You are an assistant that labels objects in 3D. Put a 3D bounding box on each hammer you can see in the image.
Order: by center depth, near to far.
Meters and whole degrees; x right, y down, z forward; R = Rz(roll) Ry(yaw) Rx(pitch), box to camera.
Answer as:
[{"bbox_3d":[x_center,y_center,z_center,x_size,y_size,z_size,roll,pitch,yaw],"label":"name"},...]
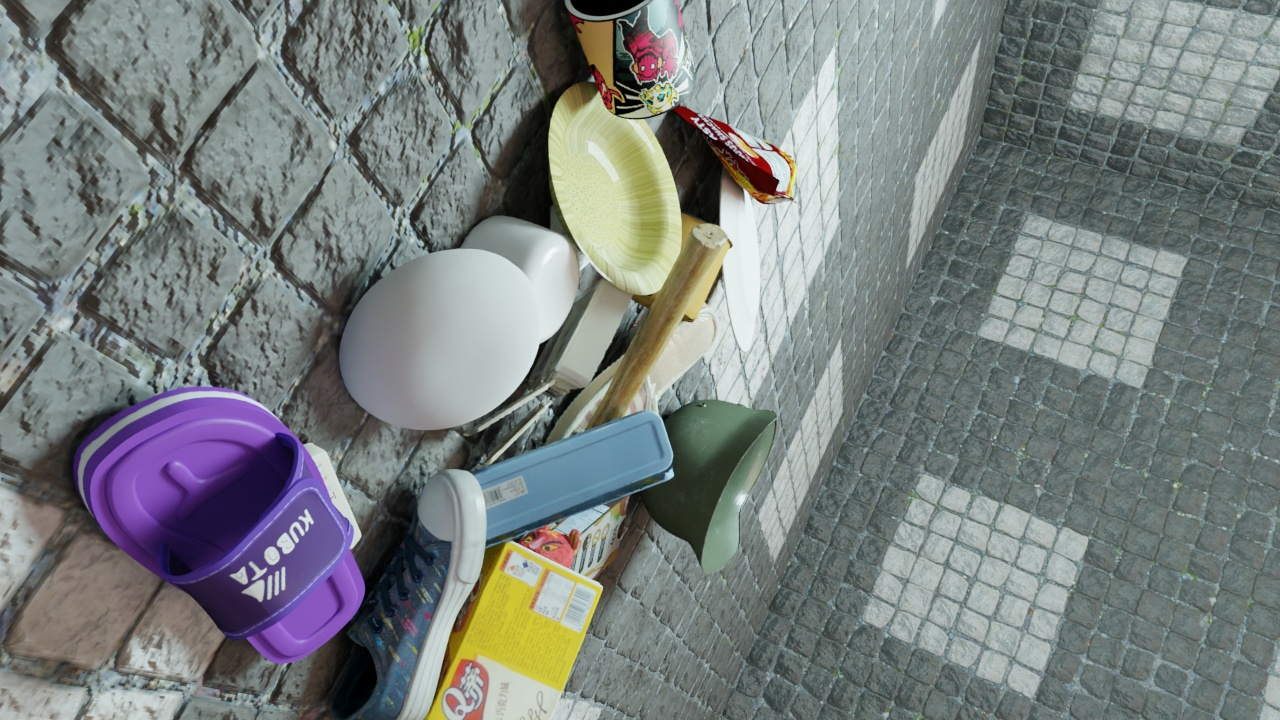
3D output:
[{"bbox_3d":[-0.005,0.005,0.832,0.132,0.033,0.332,-7,144,-31],"label":"hammer"}]

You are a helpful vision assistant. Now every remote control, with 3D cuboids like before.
[{"bbox_3d":[-0.226,0.106,0.648,0.038,0.018,0.126,-53,156,-35],"label":"remote control"}]

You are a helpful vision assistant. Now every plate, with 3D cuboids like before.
[{"bbox_3d":[-0.031,-0.142,0.788,0.184,0.036,0.184,24,60,-50],"label":"plate"},{"bbox_3d":[0.129,-0.132,1.145,0.242,0.016,0.242,-3,89,-74],"label":"plate"}]

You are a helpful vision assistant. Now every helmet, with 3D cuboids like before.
[{"bbox_3d":[0.089,0.144,1.252,0.267,0.154,0.227,-30,138,-51],"label":"helmet"}]

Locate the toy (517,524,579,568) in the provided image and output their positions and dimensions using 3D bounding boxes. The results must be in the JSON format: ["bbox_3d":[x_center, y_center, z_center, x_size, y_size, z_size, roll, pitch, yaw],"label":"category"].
[{"bbox_3d":[-0.102,0.236,0.978,0.093,0.088,0.133,-51,154,-44],"label":"toy"}]

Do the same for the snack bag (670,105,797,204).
[{"bbox_3d":[0.120,-0.227,1.020,0.067,0.139,0.207,-46,169,15],"label":"snack bag"}]

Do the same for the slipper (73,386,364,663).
[{"bbox_3d":[-0.220,0.125,0.557,0.107,0.084,0.267,-40,149,-25],"label":"slipper"}]

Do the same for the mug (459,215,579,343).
[{"bbox_3d":[-0.100,-0.053,0.729,0.094,0.068,0.116,-4,113,-67],"label":"mug"}]

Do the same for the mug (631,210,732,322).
[{"bbox_3d":[0.022,-0.103,0.955,0.123,0.101,0.094,27,86,-28],"label":"mug"}]

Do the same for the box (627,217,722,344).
[{"bbox_3d":[0.051,-0.083,1.089,0.071,0.057,0.186,41,66,-34],"label":"box"}]

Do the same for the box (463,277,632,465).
[{"bbox_3d":[-0.083,0.013,0.808,0.187,0.058,0.145,-55,-170,-17],"label":"box"}]

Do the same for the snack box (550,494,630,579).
[{"bbox_3d":[-0.078,0.232,1.105,0.185,0.032,0.101,-31,138,-57],"label":"snack box"}]

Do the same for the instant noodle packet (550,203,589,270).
[{"bbox_3d":[-0.045,-0.131,0.848,0.133,0.026,0.087,-47,150,-43],"label":"instant noodle packet"}]

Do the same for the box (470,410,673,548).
[{"bbox_3d":[-0.073,0.110,0.865,0.208,0.073,0.086,-18,177,-17],"label":"box"}]

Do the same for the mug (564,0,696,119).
[{"bbox_3d":[-0.007,-0.271,0.739,0.098,0.082,0.117,64,19,-53],"label":"mug"}]

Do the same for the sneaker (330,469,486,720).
[{"bbox_3d":[-0.196,0.195,0.750,0.079,0.087,0.236,8,107,-43],"label":"sneaker"}]

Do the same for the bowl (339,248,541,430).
[{"bbox_3d":[-0.131,-0.003,0.645,0.149,0.043,0.150,-20,135,-22],"label":"bowl"}]

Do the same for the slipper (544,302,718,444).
[{"bbox_3d":[0.001,0.042,1.004,0.262,0.052,0.115,-45,146,-15],"label":"slipper"}]

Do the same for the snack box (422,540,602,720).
[{"bbox_3d":[-0.132,0.291,0.835,0.062,0.110,0.229,-23,-139,62],"label":"snack box"}]
